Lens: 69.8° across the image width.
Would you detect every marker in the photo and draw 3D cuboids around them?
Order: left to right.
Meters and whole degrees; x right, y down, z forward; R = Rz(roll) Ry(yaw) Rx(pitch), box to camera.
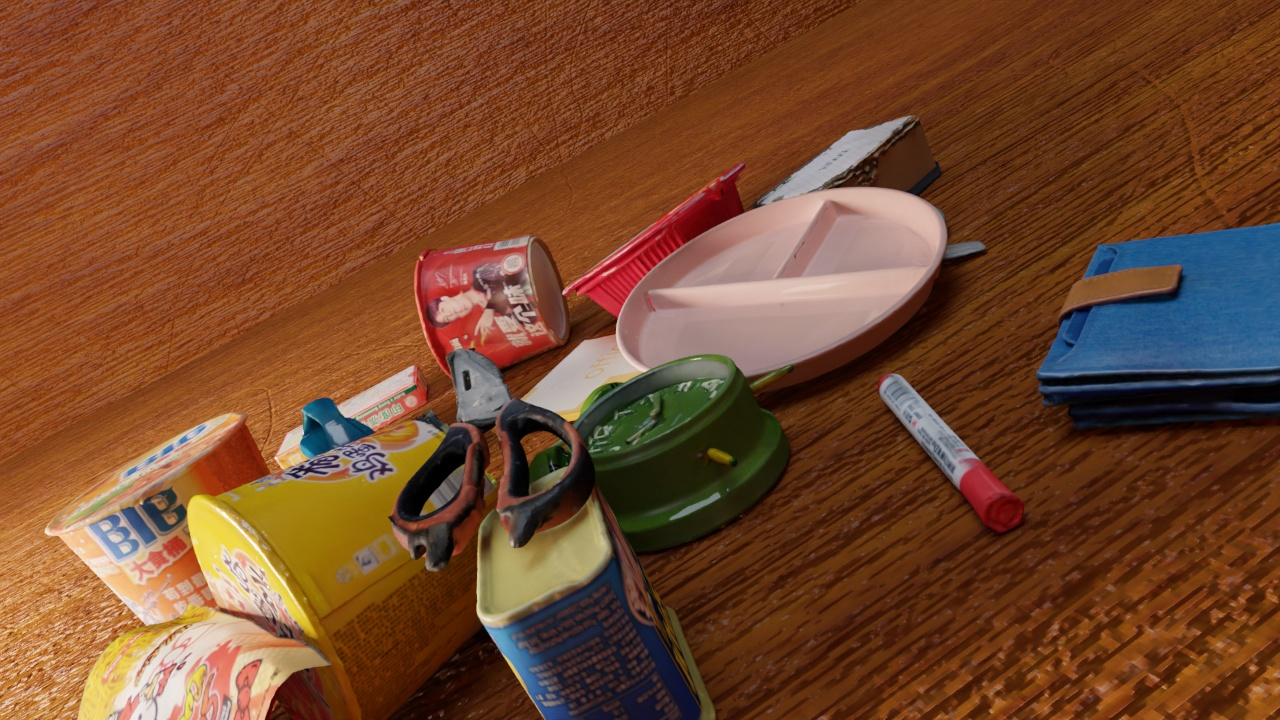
[{"bbox_3d":[0.135,0.035,0.417,0.017,0.017,0.145,-25,18,6],"label":"marker"}]

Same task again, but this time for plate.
[{"bbox_3d":[0.093,-0.049,0.624,0.230,0.028,0.229,-19,29,11],"label":"plate"}]

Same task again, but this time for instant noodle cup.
[{"bbox_3d":[-0.331,0.124,0.679,0.151,0.111,0.151,-24,18,8],"label":"instant noodle cup"},{"bbox_3d":[-0.133,0.100,0.446,0.138,0.138,0.109,-6,19,48],"label":"instant noodle cup"},{"bbox_3d":[-0.135,-0.054,0.875,0.109,0.138,0.137,-14,20,12],"label":"instant noodle cup"},{"bbox_3d":[0.026,-0.092,0.802,0.194,0.066,0.193,-35,8,5],"label":"instant noodle cup"}]

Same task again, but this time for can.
[{"bbox_3d":[-0.021,0.098,0.353,0.057,0.083,0.102,-28,18,-2],"label":"can"}]

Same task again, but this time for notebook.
[{"bbox_3d":[-0.004,0.004,0.710,0.207,0.010,0.145,-12,23,39],"label":"notebook"}]

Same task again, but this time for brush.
[{"bbox_3d":[-0.268,0.068,0.807,0.055,0.073,0.144,-30,17,-24],"label":"brush"}]

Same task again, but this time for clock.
[{"bbox_3d":[0.003,0.049,0.504,0.162,0.056,0.115,-15,21,35],"label":"clock"}]

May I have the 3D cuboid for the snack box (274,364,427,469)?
[{"bbox_3d":[-0.294,0.059,0.943,0.155,0.027,0.077,-29,18,-4],"label":"snack box"}]

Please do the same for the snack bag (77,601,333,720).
[{"bbox_3d":[-0.195,0.172,0.399,0.208,0.073,0.128,-7,64,55],"label":"snack bag"}]

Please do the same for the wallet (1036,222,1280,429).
[{"bbox_3d":[0.239,-0.021,0.395,0.107,0.040,0.132,-4,28,41],"label":"wallet"}]

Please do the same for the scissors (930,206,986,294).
[{"bbox_3d":[0.157,-0.074,0.668,0.175,0.019,0.169,-16,24,19],"label":"scissors"}]

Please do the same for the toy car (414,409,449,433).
[{"bbox_3d":[-0.176,0.069,0.740,0.049,0.031,0.106,-33,17,-16],"label":"toy car"}]

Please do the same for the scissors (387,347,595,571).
[{"bbox_3d":[-0.084,0.033,0.420,0.210,0.015,0.181,0,31,42],"label":"scissors"}]

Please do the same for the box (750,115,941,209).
[{"bbox_3d":[0.184,-0.152,0.797,0.183,0.063,0.090,-36,20,-32],"label":"box"}]

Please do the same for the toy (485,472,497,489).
[{"bbox_3d":[-0.142,0.096,0.600,0.100,0.031,0.096,-12,9,12],"label":"toy"}]
